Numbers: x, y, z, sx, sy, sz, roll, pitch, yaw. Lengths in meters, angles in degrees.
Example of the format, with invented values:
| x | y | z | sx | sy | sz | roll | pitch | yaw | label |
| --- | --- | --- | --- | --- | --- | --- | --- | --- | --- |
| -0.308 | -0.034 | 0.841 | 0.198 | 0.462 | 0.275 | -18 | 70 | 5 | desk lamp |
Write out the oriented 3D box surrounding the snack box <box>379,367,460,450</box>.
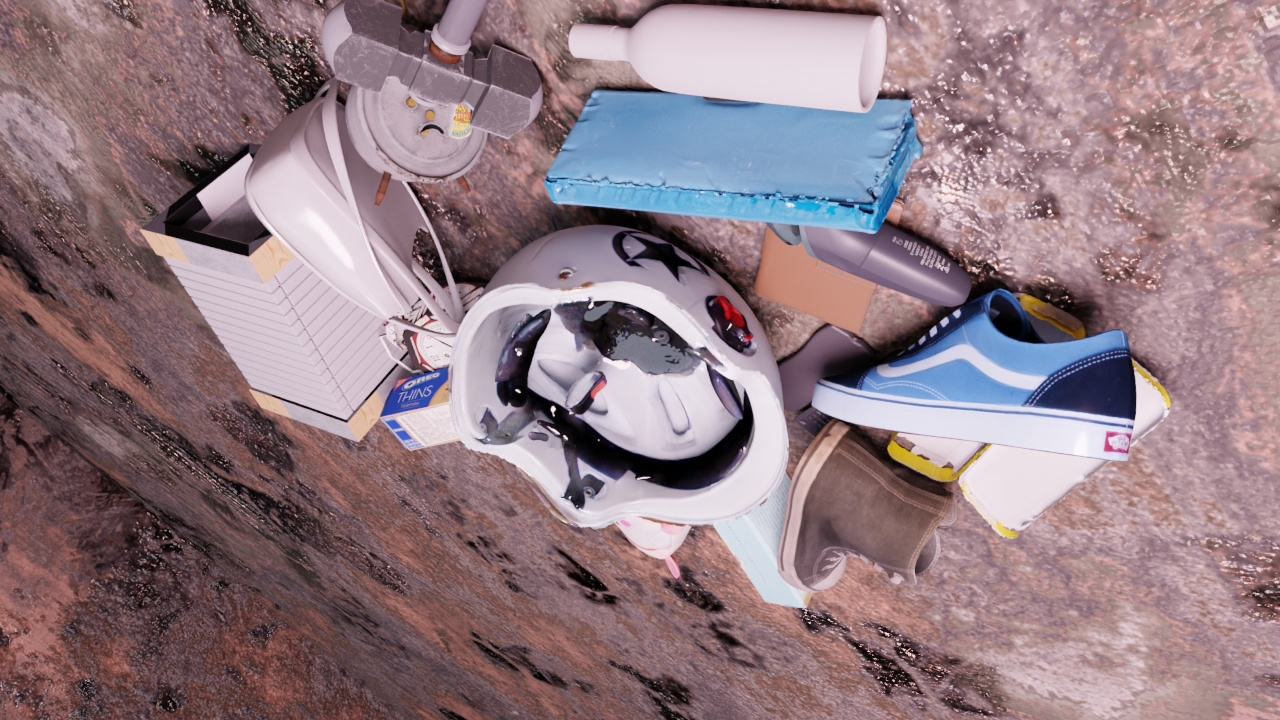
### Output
| x | y | z | sx | sy | sz | roll | pitch | yaw | label |
| --- | --- | --- | --- | --- | --- | --- | --- | --- | --- |
| -0.148 | 0.034 | 0.879 | 0.207 | 0.057 | 0.056 | -12 | 131 | 24 | snack box |

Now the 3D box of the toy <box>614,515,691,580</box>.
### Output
| x | y | z | sx | sy | sz | roll | pitch | yaw | label |
| --- | --- | --- | --- | --- | --- | --- | --- | --- | --- |
| 0.006 | 0.122 | 0.907 | 0.142 | 0.084 | 0.213 | 48 | 159 | 33 | toy |

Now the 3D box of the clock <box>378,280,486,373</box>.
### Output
| x | y | z | sx | sy | sz | roll | pitch | yaw | label |
| --- | --- | --- | --- | --- | --- | --- | --- | --- | --- |
| -0.187 | -0.025 | 0.912 | 0.155 | 0.064 | 0.115 | -12 | 134 | 25 | clock |

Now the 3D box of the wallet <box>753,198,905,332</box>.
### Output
| x | y | z | sx | sy | sz | roll | pitch | yaw | label |
| --- | --- | --- | --- | --- | --- | --- | --- | --- | --- |
| 0.130 | -0.078 | 0.649 | 0.087 | 0.013 | 0.121 | 23 | 140 | 15 | wallet |

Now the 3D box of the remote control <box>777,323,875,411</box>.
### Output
| x | y | z | sx | sy | sz | roll | pitch | yaw | label |
| --- | --- | --- | --- | --- | --- | --- | --- | --- | --- |
| 0.139 | 0.008 | 0.747 | 0.046 | 0.009 | 0.125 | 37 | 145 | -5 | remote control |

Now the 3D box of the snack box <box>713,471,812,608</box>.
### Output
| x | y | z | sx | sy | sz | roll | pitch | yaw | label |
| --- | --- | --- | --- | --- | --- | --- | --- | --- | --- |
| 0.121 | 0.156 | 0.884 | 0.053 | 0.074 | 0.175 | -2 | 132 | 41 | snack box |

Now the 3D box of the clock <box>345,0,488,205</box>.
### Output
| x | y | z | sx | sy | sz | roll | pitch | yaw | label |
| --- | --- | --- | --- | --- | --- | --- | --- | --- | --- |
| -0.170 | -0.197 | 0.685 | 0.056 | 0.103 | 0.148 | 0 | 104 | 52 | clock |

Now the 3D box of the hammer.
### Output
| x | y | z | sx | sy | sz | roll | pitch | yaw | label |
| --- | --- | --- | --- | --- | --- | --- | --- | --- | --- |
| -0.073 | -0.269 | 0.538 | 0.156 | 0.043 | 0.323 | 14 | 143 | -27 | hammer |

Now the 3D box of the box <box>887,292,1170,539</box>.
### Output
| x | y | z | sx | sy | sz | roll | pitch | yaw | label |
| --- | --- | --- | --- | --- | --- | --- | --- | --- | --- |
| 0.271 | 0.047 | 0.668 | 0.130 | 0.038 | 0.210 | 39 | 146 | 15 | box |

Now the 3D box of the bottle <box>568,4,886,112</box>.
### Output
| x | y | z | sx | sy | sz | roll | pitch | yaw | label |
| --- | --- | --- | --- | --- | --- | --- | --- | --- | --- |
| 0.044 | -0.186 | 0.554 | 0.195 | 0.052 | 0.052 | 14 | 141 | 26 | bottle |

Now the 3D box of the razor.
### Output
| x | y | z | sx | sy | sz | roll | pitch | yaw | label |
| --- | --- | --- | --- | --- | --- | --- | --- | --- | --- |
| 0.147 | -0.075 | 0.595 | 0.143 | 0.047 | 0.052 | 26 | 145 | 6 | razor |

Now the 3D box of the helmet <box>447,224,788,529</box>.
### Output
| x | y | z | sx | sy | sz | roll | pitch | yaw | label |
| --- | --- | --- | --- | --- | --- | --- | --- | --- | --- |
| -0.004 | 0.004 | 0.724 | 0.264 | 0.163 | 0.237 | 28 | 132 | -7 | helmet |

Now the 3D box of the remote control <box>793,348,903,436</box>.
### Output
| x | y | z | sx | sy | sz | roll | pitch | yaw | label |
| --- | --- | --- | --- | --- | --- | --- | --- | --- | --- |
| 0.173 | 0.029 | 0.741 | 0.032 | 0.015 | 0.137 | 38 | 146 | -6 | remote control |

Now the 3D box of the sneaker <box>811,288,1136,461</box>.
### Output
| x | y | z | sx | sy | sz | roll | pitch | yaw | label |
| --- | --- | --- | --- | --- | --- | --- | --- | --- | --- |
| 0.215 | 0.005 | 0.616 | 0.083 | 0.098 | 0.242 | 8 | 178 | -31 | sneaker |

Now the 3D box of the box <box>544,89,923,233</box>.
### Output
| x | y | z | sx | sy | sz | roll | pitch | yaw | label |
| --- | --- | --- | --- | --- | --- | --- | --- | --- | --- |
| 0.051 | -0.132 | 0.581 | 0.232 | 0.092 | 0.048 | 12 | 140 | 30 | box |

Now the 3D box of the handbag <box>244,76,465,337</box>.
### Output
| x | y | z | sx | sy | sz | roll | pitch | yaw | label |
| --- | --- | --- | --- | --- | --- | --- | --- | --- | --- |
| -0.215 | -0.113 | 0.775 | 0.096 | 0.215 | 0.222 | -31 | 123 | 12 | handbag |

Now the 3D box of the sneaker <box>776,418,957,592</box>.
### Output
| x | y | z | sx | sy | sz | roll | pitch | yaw | label |
| --- | --- | --- | --- | --- | --- | --- | --- | --- | --- |
| 0.193 | 0.155 | 0.791 | 0.120 | 0.095 | 0.235 | 31 | 145 | 25 | sneaker |

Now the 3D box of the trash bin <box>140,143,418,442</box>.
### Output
| x | y | z | sx | sy | sz | roll | pitch | yaw | label |
| --- | --- | --- | --- | --- | --- | --- | --- | --- | --- |
| -0.338 | -0.065 | 0.926 | 0.143 | 0.142 | 0.247 | 15 | 141 | 25 | trash bin |
